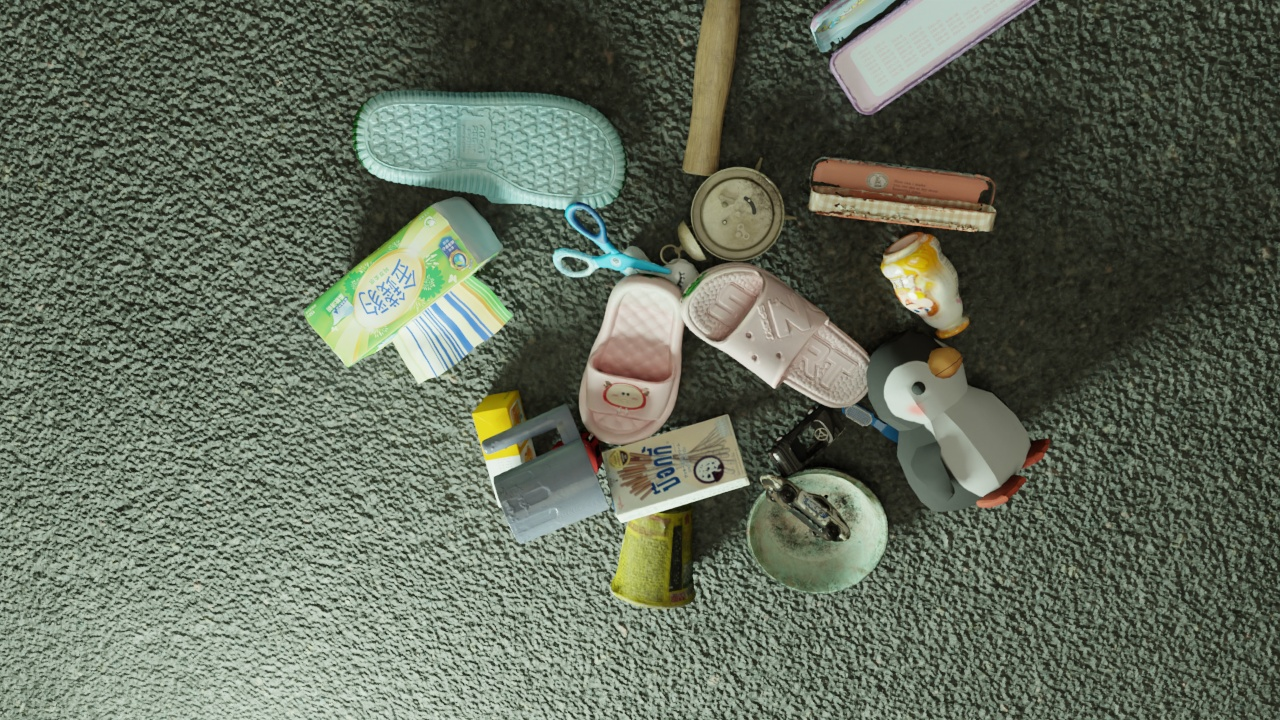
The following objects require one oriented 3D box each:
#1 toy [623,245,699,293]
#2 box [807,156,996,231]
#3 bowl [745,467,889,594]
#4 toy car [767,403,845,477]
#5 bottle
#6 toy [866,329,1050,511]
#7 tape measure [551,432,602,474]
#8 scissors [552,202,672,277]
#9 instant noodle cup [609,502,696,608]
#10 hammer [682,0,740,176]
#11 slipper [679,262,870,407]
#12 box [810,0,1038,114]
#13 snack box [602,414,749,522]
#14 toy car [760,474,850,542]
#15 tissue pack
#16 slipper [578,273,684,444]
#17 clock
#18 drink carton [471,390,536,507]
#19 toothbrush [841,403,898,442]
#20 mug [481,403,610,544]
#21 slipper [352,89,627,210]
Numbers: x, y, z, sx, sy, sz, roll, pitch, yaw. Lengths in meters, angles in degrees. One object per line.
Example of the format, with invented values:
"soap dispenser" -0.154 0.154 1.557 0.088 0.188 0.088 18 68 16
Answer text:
"toy" 0.034 -0.074 0.979 0.125 0.037 0.076 16 112 6
"box" 0.262 -0.165 0.917 0.187 0.055 0.076 7 76 3
"bowl" 0.199 0.187 1.042 0.157 0.038 0.157 2 108 6
"toy car" 0.183 0.086 0.999 0.092 0.037 0.040 -38 100 -18
"bottle" 0.294 -0.075 0.938 0.063 0.063 0.109 -31 102 14
"toy" 0.302 0.058 0.955 0.184 0.158 0.140 55 142 0
"tape measure" -0.067 0.111 1.048 0.059 0.019 0.051 -19 113 35
"scissors" -0.028 -0.114 0.943 0.141 0.013 0.113 15 133 17
"instant noodle cup" 0.019 0.215 1.047 0.102 0.102 0.108 7 99 4
"hammer" 0.084 -0.335 0.895 0.132 0.040 0.306 10 109 7
"slipper" 0.152 -0.019 0.939 0.239 0.064 0.094 30 102 -22
"box" 0.269 -0.340 0.857 0.214 0.062 0.140 -33 136 15
"snack box" 0.038 0.119 1.013 0.150 0.081 0.026 -17 147 6
"toy car" 0.179 0.155 0.989 0.113 0.048 0.040 39 76 -6
"tissue pack" -0.229 -0.061 0.978 0.198 0.120 0.141 -34 99 21
"slipper" -0.006 0.006 0.983 0.107 0.055 0.222 14 125 -1
"clock" 0.083 -0.140 0.944 0.141 0.054 0.093 -31 96 8
"drink carton" -0.149 0.103 1.045 0.040 0.058 0.122 -10 106 9
"toothbrush" 0.296 0.091 1.014 0.166 0.014 0.016 30 108 -4
"mug" -0.103 0.122 0.988 0.104 0.084 0.124 -23 83 -5
"slipper" -0.150 -0.218 0.939 0.276 0.069 0.116 4 104 -10
